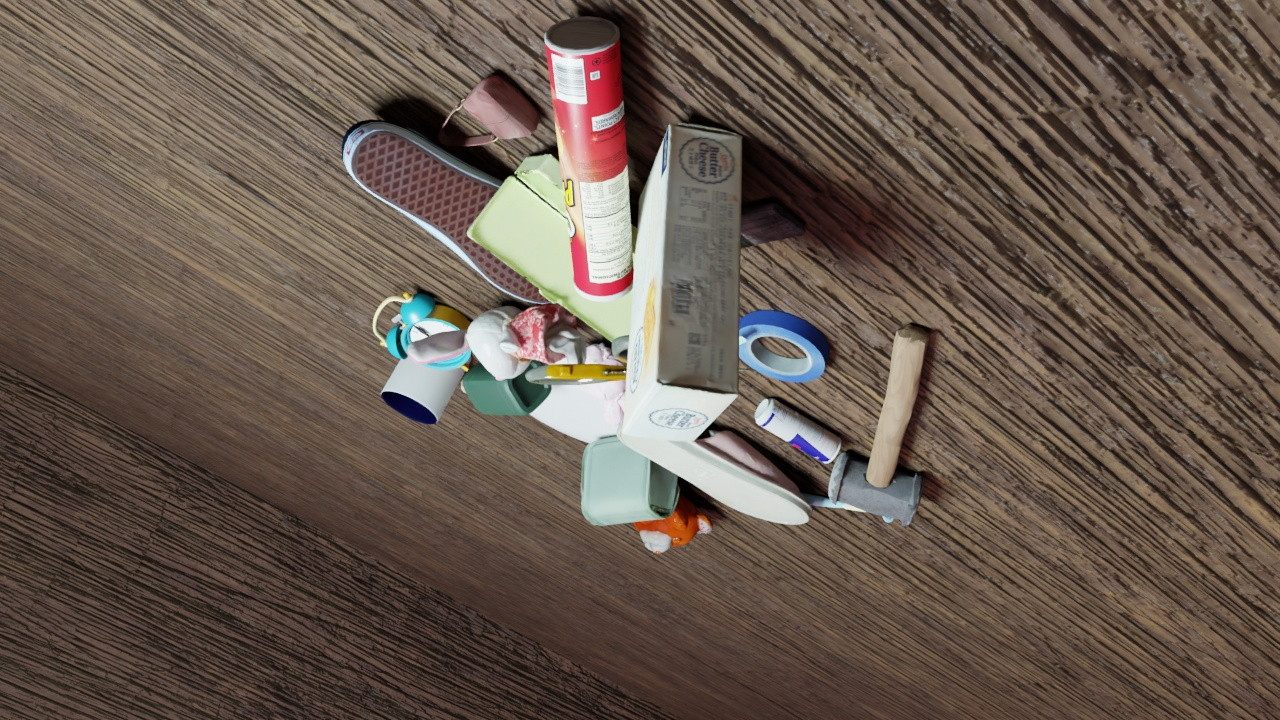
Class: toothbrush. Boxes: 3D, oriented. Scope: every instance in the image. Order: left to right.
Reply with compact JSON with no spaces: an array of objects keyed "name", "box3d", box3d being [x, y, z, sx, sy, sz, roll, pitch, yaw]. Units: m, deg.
[{"name":"toothbrush","box3d":[0.236,0.177,1.135,0.155,0.016,0.022,5,116,32]}]

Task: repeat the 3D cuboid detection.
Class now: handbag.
[{"name":"handbag","box3d":[-0.135,-0.195,0.752,0.055,0.029,0.120,38,156,-30]},{"name":"handbag","box3d":[-0.014,0.156,1.179,0.122,0.106,0.067,-13,154,40]}]

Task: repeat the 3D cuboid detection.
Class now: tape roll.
[{"name":"tape roll","box3d":[0.133,-0.012,0.871,0.093,0.016,0.092,37,151,-24]}]

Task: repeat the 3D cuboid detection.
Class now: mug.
[{"name":"mug","box3d":[-0.284,0.022,1.187,0.112,0.096,0.078,-8,139,47]}]

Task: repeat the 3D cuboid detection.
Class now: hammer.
[{"name":"hammer","box3d":[0.247,0.070,0.903,0.098,0.052,0.329,16,149,16]}]

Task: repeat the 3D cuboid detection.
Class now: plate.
[{"name":"plate","box3d":[-0.086,0.059,1.181,0.242,0.016,0.243,19,153,10]}]

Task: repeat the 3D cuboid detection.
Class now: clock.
[{"name":"clock","box3d":[-0.256,-0.032,1.104,0.129,0.043,0.099,24,131,-17]}]

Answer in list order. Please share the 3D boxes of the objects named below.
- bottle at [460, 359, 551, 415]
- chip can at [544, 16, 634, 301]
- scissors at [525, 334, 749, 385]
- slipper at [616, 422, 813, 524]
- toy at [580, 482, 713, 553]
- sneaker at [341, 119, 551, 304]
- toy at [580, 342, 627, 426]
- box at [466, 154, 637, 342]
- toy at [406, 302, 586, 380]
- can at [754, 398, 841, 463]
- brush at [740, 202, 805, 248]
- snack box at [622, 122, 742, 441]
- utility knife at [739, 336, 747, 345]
[{"name":"bottle","box3d":[-0.176,0.030,1.127,0.131,0.061,0.061,-2,125,46]},{"name":"chip can","box3d":[-0.034,-0.141,0.681,0.052,0.051,0.215,15,138,17]},{"name":"scissors","box3d":[-0.005,0.005,0.886,0.225,0.016,0.230,-1,168,2]},{"name":"slipper","box3d":[0.096,0.124,1.110,0.274,0.054,0.114,30,153,-17]},{"name":"toy","box3d":[0.014,0.212,1.297,0.164,0.092,0.172,-4,143,42]},{"name":"sneaker","box3d":[-0.161,-0.143,0.838,0.241,0.083,0.098,34,-172,-33]},{"name":"toy","box3d":[-0.033,0.026,1.028,0.064,0.047,0.110,-10,114,35]},{"name":"box","box3d":[-0.043,-0.099,0.807,0.188,0.066,0.128,36,130,-24]},{"name":"toy","box3d":[-0.138,-0.020,1.004,0.195,0.084,0.158,-1,-177,33]},{"name":"can","box3d":[0.168,0.075,0.983,0.095,0.032,0.032,30,153,-12]},{"name":"brush","box3d":[0.066,-0.105,0.762,0.152,0.012,0.039,-6,141,47]},{"name":"snack box","box3d":[0.030,-0.055,0.663,0.057,0.207,0.104,8,156,-10]},{"name":"utility knife","box3d":[0.073,-0.005,0.909,0.022,0.015,0.162,24,162,-6]}]
